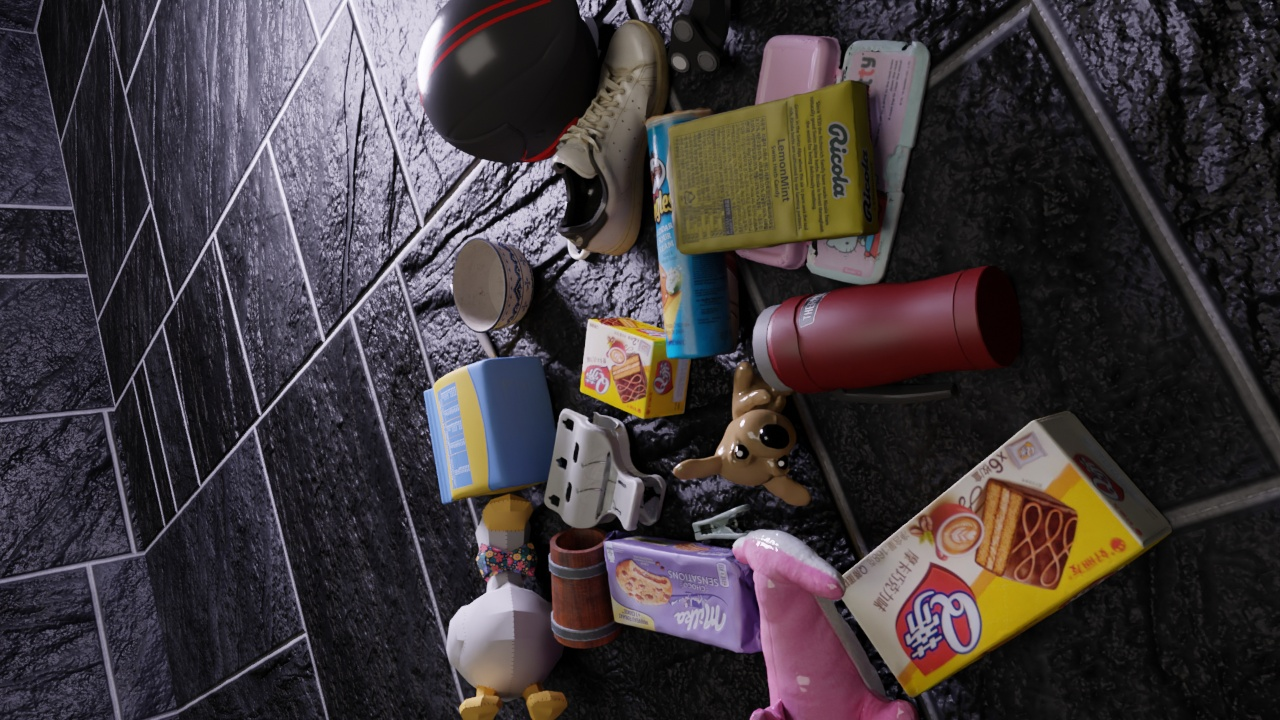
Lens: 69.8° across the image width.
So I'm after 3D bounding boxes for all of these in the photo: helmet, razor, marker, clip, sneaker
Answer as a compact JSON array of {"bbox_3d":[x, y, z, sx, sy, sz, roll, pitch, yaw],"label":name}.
[{"bbox_3d":[-0.147,-0.306,0.972,0.266,0.169,0.164,-32,73,45],"label":"helmet"},{"bbox_3d":[0.063,-0.351,0.861,0.057,0.060,0.156,10,82,34],"label":"razor"},{"bbox_3d":[-0.222,-0.051,1.218,0.138,0.016,0.022,56,161,25],"label":"marker"},{"bbox_3d":[0.083,0.164,0.916,0.075,0.023,0.035,-23,79,47],"label":"clip"},{"bbox_3d":[-0.043,-0.229,0.945,0.089,0.102,0.242,22,109,43],"label":"sneaker"},{"bbox_3d":[-0.033,0.131,1.022,0.151,0.091,0.126,20,111,28],"label":"clip"}]

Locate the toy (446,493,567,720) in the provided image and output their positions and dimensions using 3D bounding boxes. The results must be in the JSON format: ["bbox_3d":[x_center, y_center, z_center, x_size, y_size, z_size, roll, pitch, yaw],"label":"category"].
[{"bbox_3d":[-0.164,0.311,1.118,0.247,0.140,0.267,105,160,-43],"label":"toy"}]

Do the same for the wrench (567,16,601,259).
[{"bbox_3d":[-0.071,-0.251,1.036,0.066,0.018,0.273,8,101,46],"label":"wrench"}]

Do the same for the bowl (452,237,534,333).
[{"bbox_3d":[-0.176,-0.093,1.131,0.116,0.059,0.115,6,99,46],"label":"bowl"}]

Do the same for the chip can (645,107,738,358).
[{"bbox_3d":[0.053,-0.118,0.877,0.080,0.079,0.229,-3,93,46],"label":"chip can"}]

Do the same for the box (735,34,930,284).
[{"bbox_3d":[0.155,-0.174,0.788,0.155,0.044,0.201,21,110,42],"label":"box"}]

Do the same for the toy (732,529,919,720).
[{"bbox_3d":[0.135,0.272,0.767,0.187,0.127,0.265,6,119,65],"label":"toy"}]

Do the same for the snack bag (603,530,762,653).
[{"bbox_3d":[0.050,0.229,0.933,0.206,0.058,0.096,0,98,43],"label":"snack bag"}]

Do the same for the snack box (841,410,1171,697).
[{"bbox_3d":[0.264,0.152,0.697,0.231,0.061,0.110,-52,59,35],"label":"snack box"}]

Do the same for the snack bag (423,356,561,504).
[{"bbox_3d":[-0.204,0.092,1.146,0.206,0.102,0.159,-19,80,44],"label":"snack bag"}]

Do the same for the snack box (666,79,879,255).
[{"bbox_3d":[0.107,-0.155,0.776,0.181,0.045,0.121,-3,94,36],"label":"snack box"}]

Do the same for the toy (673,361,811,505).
[{"bbox_3d":[0.105,0.064,0.839,0.106,0.134,0.108,132,150,-63],"label":"toy"}]

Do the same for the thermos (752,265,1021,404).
[{"bbox_3d":[0.197,-0.012,0.742,0.199,0.083,0.108,-9,121,44],"label":"thermos"}]

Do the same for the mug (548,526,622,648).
[{"bbox_3d":[-0.066,0.246,1.042,0.117,0.081,0.111,-118,23,-74],"label":"mug"}]

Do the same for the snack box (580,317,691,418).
[{"bbox_3d":[-0.006,0.006,0.962,0.106,0.061,0.084,20,109,44],"label":"snack box"}]
